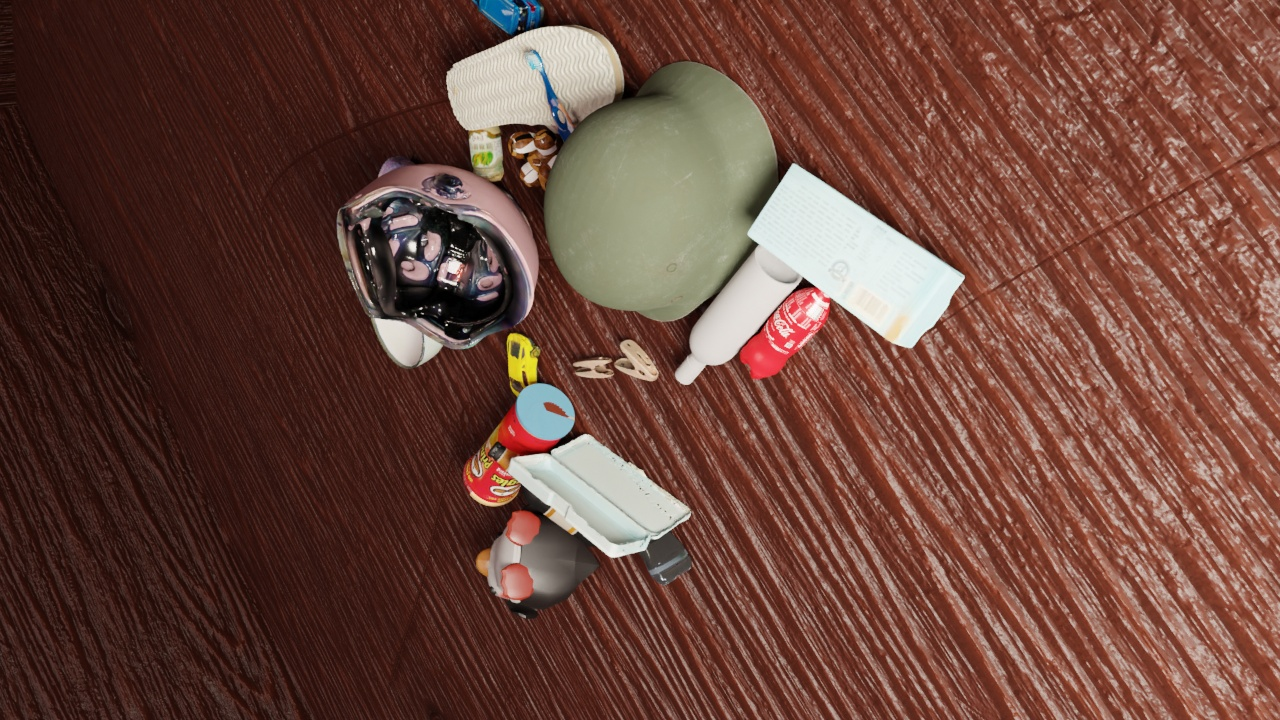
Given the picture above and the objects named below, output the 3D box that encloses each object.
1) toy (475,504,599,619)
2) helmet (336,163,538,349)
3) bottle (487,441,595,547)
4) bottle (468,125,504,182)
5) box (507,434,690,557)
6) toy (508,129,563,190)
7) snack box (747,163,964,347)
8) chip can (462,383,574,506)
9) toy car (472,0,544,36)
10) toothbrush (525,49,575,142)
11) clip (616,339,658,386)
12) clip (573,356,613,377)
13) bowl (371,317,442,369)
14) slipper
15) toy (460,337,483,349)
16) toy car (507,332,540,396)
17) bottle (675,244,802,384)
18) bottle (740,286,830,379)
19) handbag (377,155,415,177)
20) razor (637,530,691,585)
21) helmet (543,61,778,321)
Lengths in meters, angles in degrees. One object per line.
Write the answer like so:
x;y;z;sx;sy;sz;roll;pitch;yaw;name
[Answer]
-0.155;0.291;1.315;0.184;0.140;0.159;-31;50;59;toy
-0.235;-0.141;1.140;0.256;0.152;0.230;7;131;16;helmet
-0.119;0.166;1.185;0.181;0.059;0.059;37;139;-7;bottle
-0.194;-0.279;1.138;0.043;0.043;0.111;20;122;42;bottle
-0.052;0.161;1.105;0.197;0.135;0.044;33;124;35;box
-0.091;-0.214;1.034;0.112;0.067;0.087;49;168;32;toy
0.179;-0.090;0.778;0.174;0.053;0.075;41;109;27;snack box
-0.170;0.120;1.261;0.087;0.086;0.214;56;138;14;chip can
-0.157;-0.409;1.035;0.120;0.043;0.056;47;136;24;toy car
-0.087;-0.265;0.969;0.022;0.017;0.135;-20;100;41;toothbrush
-0.002;0.001;1.065;0.050;0.025;0.061;-1;108;47;clip
-0.058;0.005;1.129;0.061;0.025;0.050;40;132;28;clip
-0.339;-0.070;1.373;0.153;0.072;0.154;22;122;40;bowl
-0.116;-0.306;1.023;0.263;0.052;0.115;5;117;40;slipper
-0.253;-0.073;1.289;0.085;0.033;0.105;-34;98;27;toy
-0.160;0.013;1.244;0.049;0.030;0.107;21;123;40;toy car
0.088;-0.036;0.922;0.052;0.052;0.196;55;139;16;bottle
0.143;-0.032;0.870;0.042;0.041;0.142;54;139;16;bottle
-0.307;-0.202;1.288;0.158;0.069;0.127;35;116;33;handbag
0.003;0.220;1.140;0.140;0.052;0.064;41;142;32;razor
-0.008;-0.146;0.901;0.227;0.153;0.269;43;136;27;helmet
